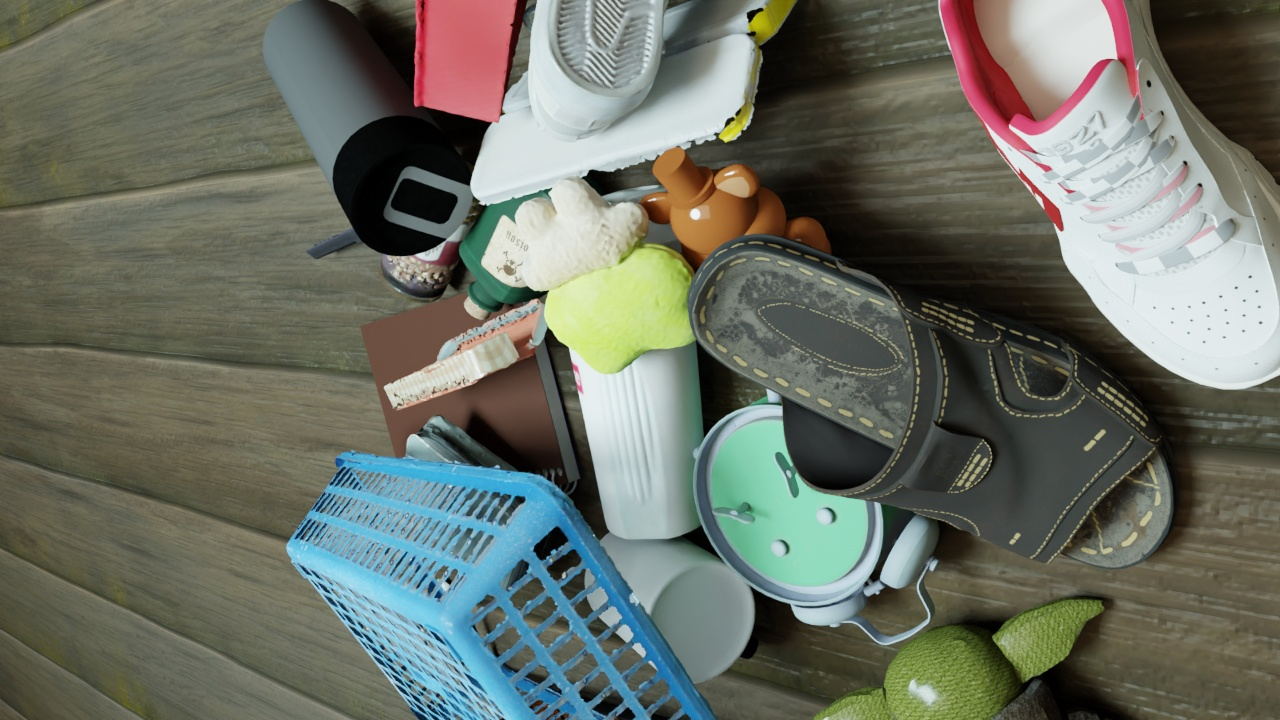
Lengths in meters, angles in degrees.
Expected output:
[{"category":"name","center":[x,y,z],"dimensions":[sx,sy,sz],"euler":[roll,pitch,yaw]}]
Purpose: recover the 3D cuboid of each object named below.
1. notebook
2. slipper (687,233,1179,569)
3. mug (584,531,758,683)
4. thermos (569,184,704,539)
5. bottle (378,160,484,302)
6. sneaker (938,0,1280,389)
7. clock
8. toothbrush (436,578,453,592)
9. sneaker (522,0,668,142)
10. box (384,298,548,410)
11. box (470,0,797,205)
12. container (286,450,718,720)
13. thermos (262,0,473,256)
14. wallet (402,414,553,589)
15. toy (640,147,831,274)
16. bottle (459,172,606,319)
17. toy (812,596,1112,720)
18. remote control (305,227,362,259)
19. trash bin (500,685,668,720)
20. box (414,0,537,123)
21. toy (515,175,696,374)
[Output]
[{"category":"notebook","center":[-0.148,0.035,0.763],"dimensions":[0.210,0.022,0.171],"euler":[-11,95,40]},{"category":"slipper","center":[0.142,0.027,0.452],"dimensions":[0.268,0.075,0.113],"euler":[29,122,2]},{"category":"mug","center":[0.029,0.165,0.614],"dimensions":[0.078,0.112,0.097],"euler":[-58,25,-9]},{"category":"thermos","center":[-0.003,0.003,0.591],"dimensions":[0.099,0.099,0.220],"euler":[4,109,38]},{"category":"bottle","center":[-0.160,-0.101,0.708],"dimensions":[0.056,0.056,0.105],"euler":[47,127,18]},{"category":"sneaker","center":[0.200,-0.087,0.392],"dimensions":[0.091,0.104,0.236],"euler":[-27,86,40]},{"category":"clock","center":[0.107,0.094,0.542],"dimensions":[0.161,0.075,0.122],"euler":[53,129,12]},{"category":"toothbrush","center":[-0.145,0.285,0.839],"dimensions":[0.016,0.017,0.189],"euler":[-32,84,41]},{"category":"sneaker","center":[-0.015,-0.232,0.497],"dimensions":[0.091,0.089,0.242],"euler":[160,125,-68]},{"category":"box","center":[-0.123,0.000,0.650],"dimensions":[0.187,0.082,0.042],"euler":[-15,102,55]},{"category":"box","center":[-0.012,-0.158,0.540],"dimensions":[0.210,0.129,0.036],"euler":[-4,145,39]},{"category":"container","center":[-0.112,0.194,0.633],"dimensions":[0.363,0.089,0.257],"euler":[-5,121,55]},{"category":"thermos","center":[-0.198,-0.171,0.651],"dimensions":[0.240,0.082,0.082],"euler":[52,131,39]},{"category":"wallet","center":[-0.131,0.113,0.721],"dimensions":[0.132,0.054,0.101],"euler":[34,126,16]},{"category":"toy","center":[0.050,-0.073,0.505],"dimensions":[0.095,0.127,0.065],"euler":[-12,52,34]},{"category":"bottle","center":[-0.085,-0.079,0.644],"dimensions":[0.061,0.061,0.132],"euler":[50,123,14]},{"category":"toy","center":[0.196,0.220,0.505],"dimensions":[0.180,0.078,0.152],"euler":[-32,77,16]},{"category":"remote control","center":[-0.238,-0.109,0.785],"dimensions":[0.137,0.032,0.015],"euler":[-12,107,41]},{"category":"trash bin","center":[-0.044,0.361,0.701],"dimensions":[0.172,0.139,0.140],"euler":[-4,101,39]},{"category":"box","center":[-0.077,-0.250,0.491],"dimensions":[0.164,0.152,0.215],"euler":[52,153,11]},{"category":"toy","center":[-0.020,-0.046,0.500],"dimensions":[0.092,0.046,0.115],"euler":[-23,116,27]}]
